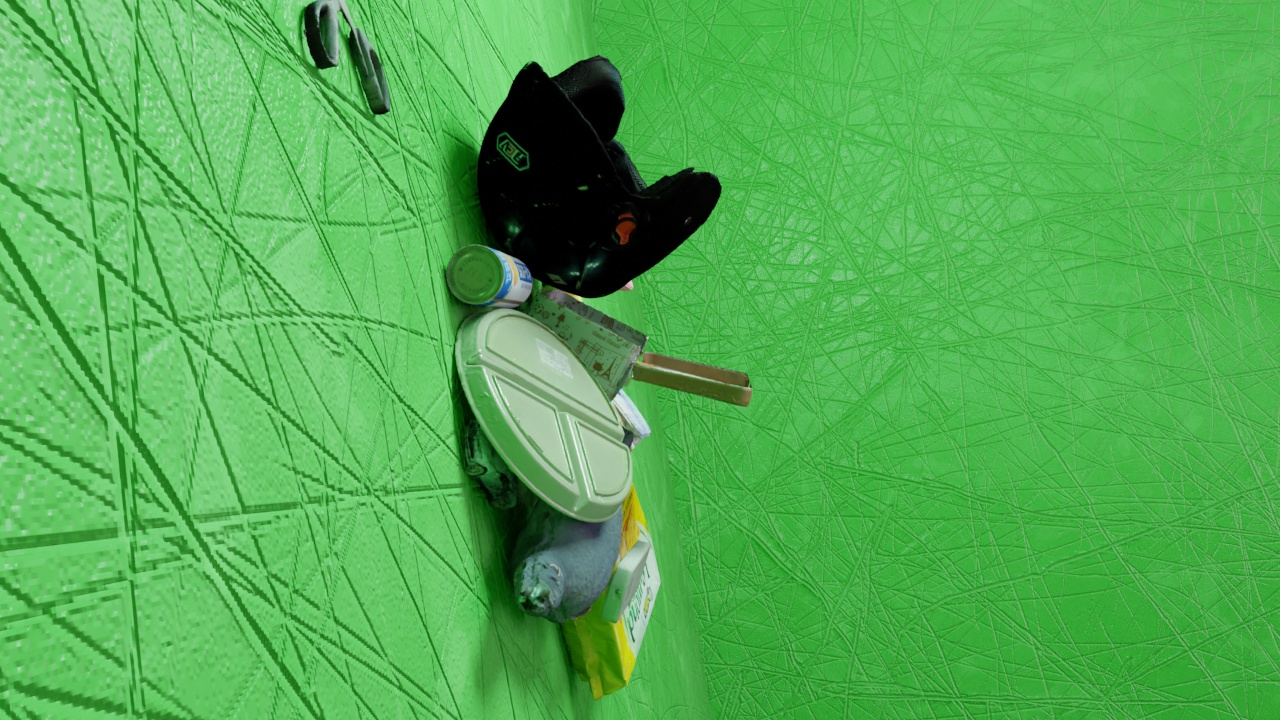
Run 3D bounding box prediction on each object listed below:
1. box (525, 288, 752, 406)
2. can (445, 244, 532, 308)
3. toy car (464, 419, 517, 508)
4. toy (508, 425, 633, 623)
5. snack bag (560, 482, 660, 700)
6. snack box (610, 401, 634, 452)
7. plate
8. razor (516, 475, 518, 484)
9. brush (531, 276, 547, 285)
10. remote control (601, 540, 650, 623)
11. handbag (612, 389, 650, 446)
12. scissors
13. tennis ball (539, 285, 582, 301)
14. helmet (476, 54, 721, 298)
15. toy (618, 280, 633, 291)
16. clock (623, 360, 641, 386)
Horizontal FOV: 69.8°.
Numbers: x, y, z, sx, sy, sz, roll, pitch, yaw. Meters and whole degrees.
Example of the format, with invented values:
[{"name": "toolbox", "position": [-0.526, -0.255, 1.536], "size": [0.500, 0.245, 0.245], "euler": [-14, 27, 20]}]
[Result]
[{"name": "box", "position": [-0.005, 0.006, 1.049], "size": [0.088, 0.262, 0.178], "euler": [-64, 179, 7]}, {"name": "can", "position": [-0.140, -0.077, 0.870], "size": [0.134, 0.053, 0.053], "euler": [-18, 98, -85]}, {"name": "toy car", "position": [-0.127, 0.090, 0.801], "size": [0.106, 0.031, 0.048], "euler": [71, 9, -55]}, {"name": "toy", "position": [-0.065, 0.172, 0.879], "size": [0.355, 0.091, 0.138], "euler": [-55, 161, -72]}, {"name": "snack bag", "position": [-0.038, 0.258, 1.089], "size": [0.246, 0.068, 0.158], "euler": [-59, 138, -67]}, {"name": "snack box", "position": [-0.064, 0.088, 1.134], "size": [0.093, 0.077, 0.094], "euler": [64, 5, 1]}, {"name": "plate", "position": [-0.081, 0.045, 0.856], "size": [0.230, 0.027, 0.229], "euler": [47, 21, -24]}, {"name": "razor", "position": [-0.132, 0.061, 0.866], "size": [0.042, 0.022, 0.143], "euler": [-91, 170, -72]}, {"name": "brush", "position": [-0.126, -0.114, 1.237], "size": [0.254, 0.046, 0.083], "euler": [2, 82, -81]}, {"name": "remote control", "position": [-0.015, 0.228, 0.957], "size": [0.150, 0.021, 0.058], "euler": [11, 96, -82]}, {"name": "handbag", "position": [-0.054, 0.073, 1.288], "size": [0.134, 0.075, 0.194], "euler": [51, 2, 6]}, {"name": "scissors", "position": [-0.215, -0.256, 0.641], "size": [0.159, 0.014, 0.177], "euler": [-94, 170, -64]}, {"name": "tennis ball", "position": [-0.106, -0.067, 1.171], "size": [0.065, 0.065, 0.065], "euler": [-9, 88, -85]}, {"name": "helmet", "position": [-0.065, -0.192, 0.993], "size": [0.233, 0.230, 0.274], "euler": [51, 11, 28]}, {"name": "toy", "position": [-0.092, -0.152, 1.179], "size": [0.194, 0.075, 0.178], "euler": [35, 12, -30]}, {"name": "clock", "position": [-0.064, -0.016, 1.257], "size": [0.056, 0.116, 0.161], "euler": [-64, 157, 1]}]
